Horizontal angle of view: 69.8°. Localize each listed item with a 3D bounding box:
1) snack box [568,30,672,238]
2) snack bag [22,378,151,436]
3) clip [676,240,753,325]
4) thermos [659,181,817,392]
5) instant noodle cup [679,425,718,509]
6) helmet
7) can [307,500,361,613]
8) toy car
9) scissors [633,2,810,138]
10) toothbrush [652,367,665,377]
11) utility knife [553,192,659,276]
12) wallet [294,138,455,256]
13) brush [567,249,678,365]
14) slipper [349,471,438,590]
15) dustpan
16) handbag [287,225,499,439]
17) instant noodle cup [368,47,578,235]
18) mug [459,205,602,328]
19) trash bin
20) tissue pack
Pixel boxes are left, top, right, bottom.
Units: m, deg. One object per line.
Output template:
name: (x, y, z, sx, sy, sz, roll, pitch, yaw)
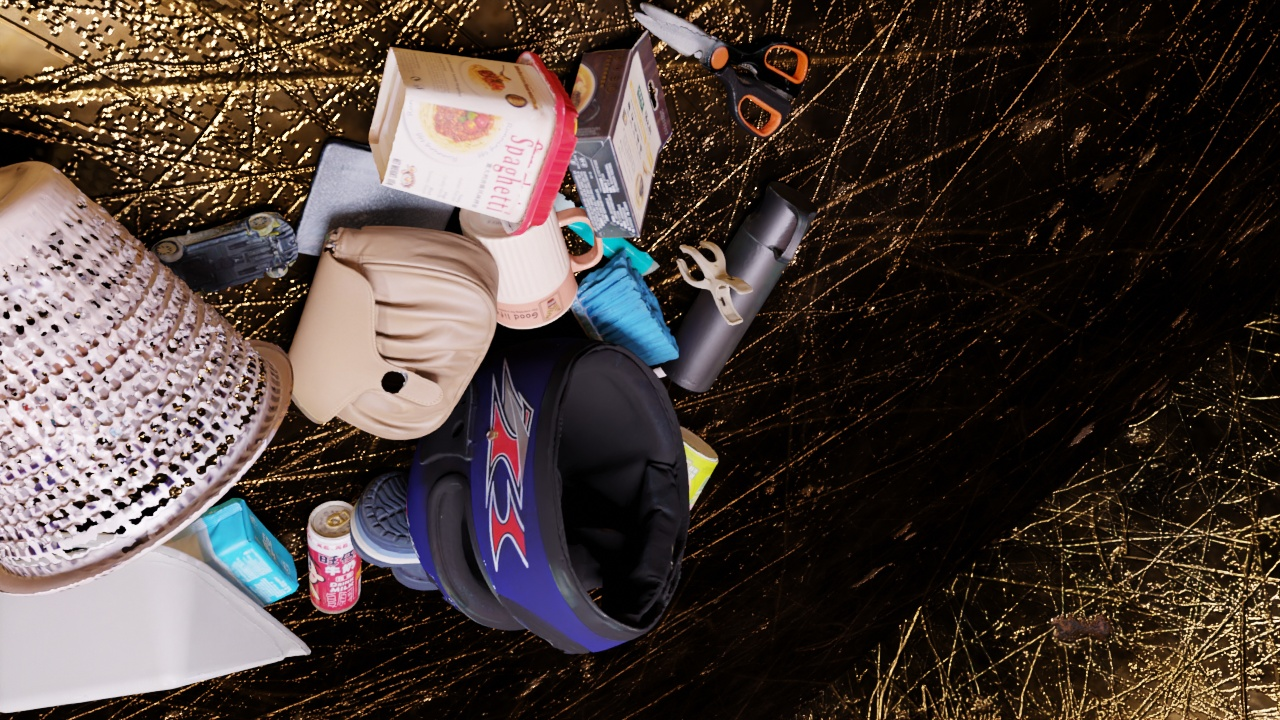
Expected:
snack box: (-0.017, -0.184, 0.754, 0.053, 0.125, 0.113, 1, 146, 15)
snack bag: (-0.430, 0.038, 0.705, 0.045, 0.026, 0.105, -50, 146, 11)
clip: (0.078, -0.083, 0.945, 0.034, 0.100, 0.075, -17, 139, -30)
thermos: (0.104, -0.071, 0.995, 0.068, 0.089, 0.243, 21, 120, -16)
instant noodle cup: (0.036, 0.152, 1.182, 0.111, 0.111, 0.123, 22, 107, -51)
helmet: (-0.100, 0.133, 0.863, 0.241, 0.314, 0.247, -26, 129, 30)
can: (-0.323, 0.209, 0.970, 0.053, 0.053, 0.133, -14, 139, -30)
toy car: (-0.307, -0.078, 0.674, 0.105, 0.031, 0.049, -21, 140, -21)
scissors: (0.077, -0.274, 0.794, 0.139, 0.022, 0.235, -49, 143, -1)
toothbrush: (-0.019, 0.031, 1.065, 0.179, 0.016, 0.016, -20, 144, -24)
utility knife: (-0.043, -0.124, 0.869, 0.029, 0.013, 0.219, -43, 147, 11)
wallet: (-0.206, -0.121, 0.727, 0.120, 0.019, 0.097, 4, 126, -42)
brush: (-0.006, 0.006, 0.999, 0.109, 0.060, 0.314, -23, 140, 9)
slipper: (-0.229, 0.193, 0.993, 0.095, 0.105, 0.252, -47, 150, 9)
dustpan: (-0.462, 0.228, 0.836, 0.223, 0.142, 0.258, -9, 170, 2)
handbag: (-0.203, -0.015, 0.747, 0.147, 0.099, 0.205, 16, 132, -23)
instant noodle cup: (-0.125, -0.166, 0.672, 0.124, 0.116, 0.117, 4, 129, -29)
mug: (-0.090, -0.096, 0.792, 0.114, 0.081, 0.106, -17, 141, -5)
trash bin: (-0.366, -0.003, 0.563, 0.227, 0.227, 0.192, -31, 127, -9)
tissue pack: (-0.395, 0.192, 0.878, 0.090, 0.063, 0.140, -24, 142, -10)
